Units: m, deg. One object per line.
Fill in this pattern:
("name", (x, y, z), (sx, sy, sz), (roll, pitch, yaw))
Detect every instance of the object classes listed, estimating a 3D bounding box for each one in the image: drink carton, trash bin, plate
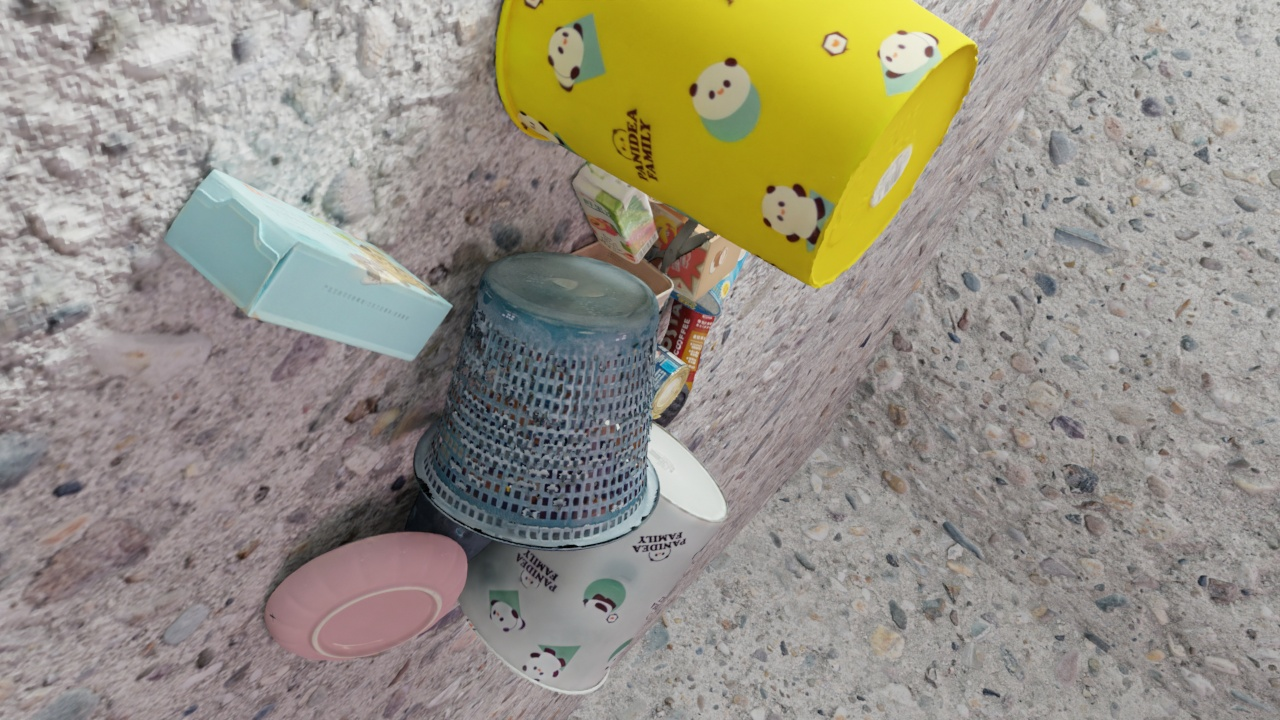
("drink carton", (-0.020, -0.140, 0.848), (0.045, 0.053, 0.122), (-52, 163, -9))
("trash bin", (-0.073, 0.020, 0.801), (0.225, 0.227, 0.195), (-27, 137, -53))
("trash bin", (-0.048, 0.203, 1.036), (0.252, 0.229, 0.229), (-50, 163, 15))
("plate", (-0.253, 0.234, 0.872), (0.192, 0.039, 0.193), (-19, 144, -15))
("trash bin", (0.070, -0.195, 0.638), (0.229, 0.255, 0.230), (-46, 160, -22))

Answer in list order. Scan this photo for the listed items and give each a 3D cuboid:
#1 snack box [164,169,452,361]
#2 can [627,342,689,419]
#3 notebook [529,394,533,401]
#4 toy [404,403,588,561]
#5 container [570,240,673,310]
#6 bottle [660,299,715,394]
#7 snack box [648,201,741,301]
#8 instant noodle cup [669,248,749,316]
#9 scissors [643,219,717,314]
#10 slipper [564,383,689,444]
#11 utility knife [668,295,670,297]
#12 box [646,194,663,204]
("snack box", (-0.192, -0.051, 0.558), (0.051, 0.074, 0.174), (-53, 162, 3))
("can", (-0.006, 0.006, 1.061), (0.075, 0.111, 0.075), (-46, 161, -21))
("notebook", (-0.160, 0.128, 1.074), (0.209, 0.012, 0.150), (-54, 161, 3))
("toy", (-0.160, 0.135, 0.955), (0.356, 0.091, 0.138), (-47, 163, -6))
("container", (-0.040, -0.047, 0.922), (0.089, 0.090, 0.111), (-33, 156, -47))
("bottle", (0.062, -0.045, 1.179), (0.057, 0.057, 0.175), (-7, 116, -66))
("snack box", (0.052, -0.135, 0.965), (0.076, 0.094, 0.093), (-40, 159, -33))
("instant noodle cup", (0.083, -0.124, 1.078), (0.109, 0.099, 0.099), (-55, 163, -13))
("scissors", (0.031, -0.102, 0.916), (0.014, 0.165, 0.163), (-14, 120, -33))
("slipper", (-0.062, 0.091, 1.163), (0.269, 0.083, 0.110), (-39, 161, 19))
("utility knife", (0.051, -0.112, 1.141), (0.174, 0.013, 0.029), (-54, 165, -5))
("box", (0.052, -0.210, 0.901), (0.162, 0.076, 0.086), (-40, 124, -41))
